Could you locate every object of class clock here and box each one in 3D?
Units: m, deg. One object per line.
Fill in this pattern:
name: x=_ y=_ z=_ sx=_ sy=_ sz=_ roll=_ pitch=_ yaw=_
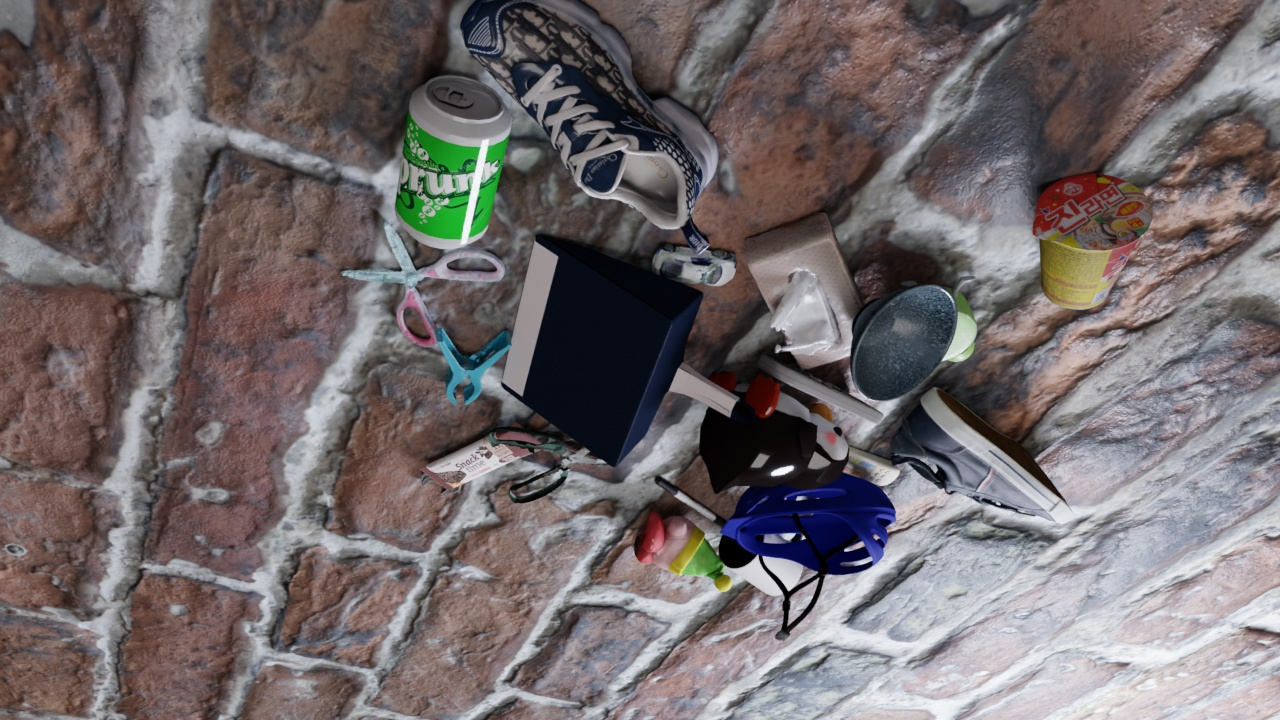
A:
clock: x=0.325 y=-0.034 z=1.017 sx=0.094 sy=0.042 sz=0.119 roll=-5 pitch=136 yaw=4

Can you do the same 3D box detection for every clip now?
clip: x=-0.205 y=0.009 z=1.043 sx=0.097 sy=0.026 sz=0.116 roll=5 pitch=139 yaw=-18

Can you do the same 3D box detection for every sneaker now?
sneaker: x=0.424 y=0.148 z=1.161 sx=0.294 sy=0.120 sz=0.127 roll=30 pitch=114 yaw=-25
sneaker: x=-0.037 y=-0.197 z=0.776 sx=0.269 sy=0.132 sz=0.103 roll=34 pitch=127 yaw=-29

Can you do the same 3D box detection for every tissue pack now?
tissue pack: x=0.180 y=-0.060 z=0.972 sx=0.104 sy=0.071 sz=0.181 roll=-19 pitch=136 yaw=15

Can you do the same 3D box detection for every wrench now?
wrench: x=-0.166 y=0.117 z=1.173 sx=0.274 sy=0.010 sz=0.070 roll=-24 pitch=131 yaw=20

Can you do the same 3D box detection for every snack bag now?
snack bag: x=-0.202 y=0.123 z=1.159 sx=0.158 sy=0.013 sz=0.057 roll=-25 pitch=129 yaw=22

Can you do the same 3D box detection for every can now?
can: x=-0.170 y=-0.176 z=0.824 sx=0.087 sy=0.087 sz=0.140 roll=11 pitch=134 yaw=-13

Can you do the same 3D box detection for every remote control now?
remote control: x=0.282 y=0.134 z=1.201 sx=0.125 sy=0.018 sz=0.038 roll=20 pitch=131 yaw=-20
remote control: x=0.206 y=0.031 z=1.059 sx=0.151 sy=0.074 sz=0.019 roll=23 pitch=97 yaw=-23

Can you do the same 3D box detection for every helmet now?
helmet: x=0.223 y=0.245 z=1.163 sx=0.241 sy=0.227 sz=0.148 roll=8 pitch=144 yaw=-11

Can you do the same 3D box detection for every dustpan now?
dustpan: x=-0.006 y=0.006 z=1.006 sx=0.273 sy=0.079 sz=0.237 roll=34 pitch=134 yaw=14

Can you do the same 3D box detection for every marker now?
marker: x=0.071 y=0.196 z=1.260 sx=0.011 sy=0.011 sz=0.152 roll=-33 pitch=127 yaw=27

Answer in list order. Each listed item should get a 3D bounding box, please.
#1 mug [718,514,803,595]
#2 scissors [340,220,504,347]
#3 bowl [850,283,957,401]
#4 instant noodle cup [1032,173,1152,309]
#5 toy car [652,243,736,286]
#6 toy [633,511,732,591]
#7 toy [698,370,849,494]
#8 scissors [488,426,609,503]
mug: x=0.181 y=0.264 z=1.295 sx=0.112 sy=0.078 sz=0.097 roll=-49 pitch=124 yaw=4
scissors: x=-0.224 y=-0.081 z=0.970 sx=0.177 sy=0.013 sz=0.171 roll=-7 pitch=133 yaw=7
bowl: x=0.258 y=-0.029 z=0.955 sx=0.136 sy=0.057 sz=0.137 roll=-16 pitch=127 yaw=-23
instant noodle cup: x=0.444 y=-0.112 z=0.914 sx=0.100 sy=0.100 sz=0.112 roll=-12 pitch=142 yaw=9
toy car: x=0.057 y=-0.096 z=0.954 sx=0.089 sy=0.027 sz=0.039 roll=6 pitch=133 yaw=-8
toy: x=0.059 y=0.274 z=1.276 sx=0.131 sy=0.096 sz=0.124 roll=12 pitch=137 yaw=-11
toy: x=0.166 y=0.106 z=1.085 sx=0.184 sy=0.140 sz=0.159 roll=20 pitch=173 yaw=-35
scissors: x=-0.130 y=0.134 z=1.165 sx=0.201 sy=0.015 sz=0.206 roll=16 pitch=138 yaw=-35
